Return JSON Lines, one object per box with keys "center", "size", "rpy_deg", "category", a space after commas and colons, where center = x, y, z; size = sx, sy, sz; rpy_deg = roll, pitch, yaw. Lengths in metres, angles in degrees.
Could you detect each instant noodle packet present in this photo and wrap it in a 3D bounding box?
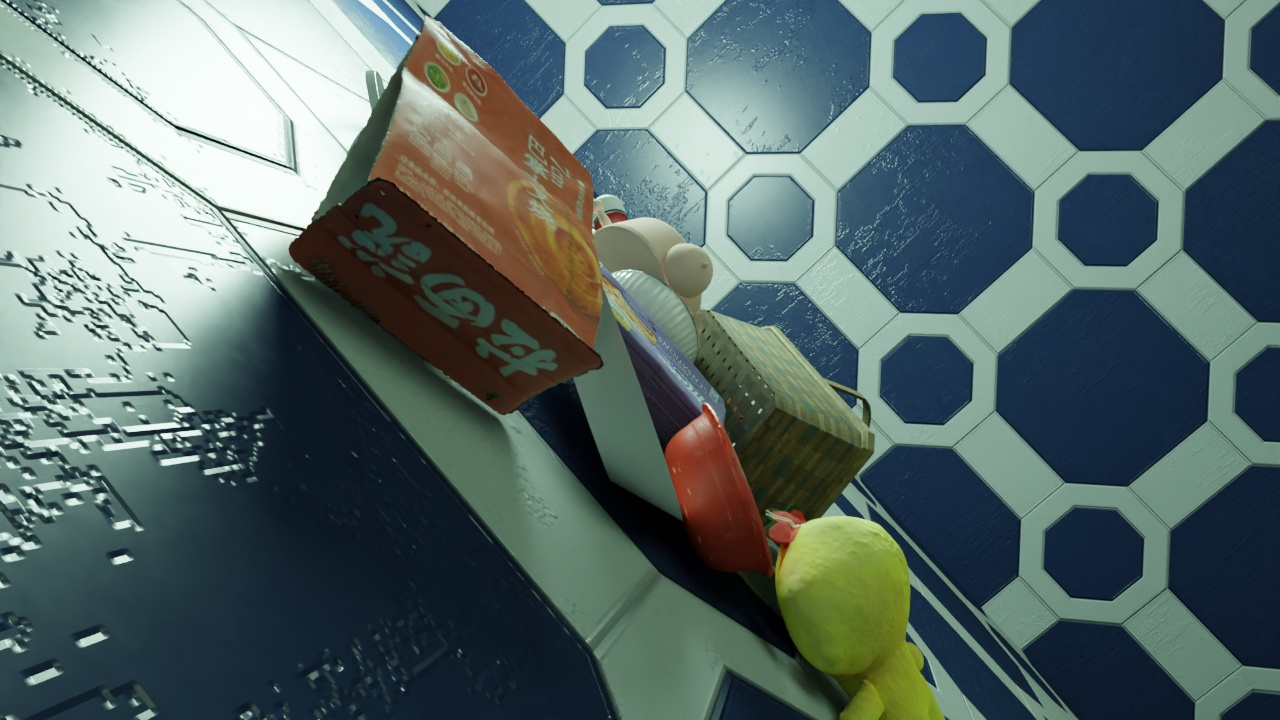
{"center": [-0.091, -0.104, 0.557], "size": [0.164, 0.084, 0.220], "rpy_deg": [40, 38, -32], "category": "instant noodle packet"}

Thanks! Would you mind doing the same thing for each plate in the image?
{"center": [-0.018, 0.031, 0.618], "size": [0.174, 0.036, 0.174], "rpy_deg": [159, -88, -87], "category": "plate"}

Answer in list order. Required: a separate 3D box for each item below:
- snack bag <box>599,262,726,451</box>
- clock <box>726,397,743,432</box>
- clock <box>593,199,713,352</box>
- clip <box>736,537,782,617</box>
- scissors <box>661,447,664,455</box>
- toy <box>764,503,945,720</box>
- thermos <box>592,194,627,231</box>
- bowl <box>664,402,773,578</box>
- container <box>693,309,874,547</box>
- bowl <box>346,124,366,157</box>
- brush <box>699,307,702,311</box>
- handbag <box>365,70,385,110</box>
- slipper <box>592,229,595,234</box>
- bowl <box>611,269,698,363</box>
{"center": [-0.004, 0.004, 0.753], "size": [0.205, 0.058, 0.096], "rpy_deg": [48, 14, -7], "category": "snack bag"}
{"center": [0.085, 0.054, 1.128], "size": [0.087, 0.044, 0.124], "rpy_deg": [48, 9, 9], "category": "clock"}
{"center": [-0.008, -0.070, 0.901], "size": [0.160, 0.131, 0.086], "rpy_deg": [28, 35, 30], "category": "clock"}
{"center": [0.123, 0.183, 0.769], "size": [0.163, 0.028, 0.106], "rpy_deg": [43, 11, -28], "category": "clip"}
{"center": [0.010, 0.067, 0.787], "size": [0.131, 0.019, 0.149], "rpy_deg": [50, 8, 28], "category": "scissors"}
{"center": [0.161, 0.196, 0.663], "size": [0.133, 0.092, 0.207], "rpy_deg": [-19, 87, -62], "category": "toy"}
{"center": [-0.011, -0.100, 1.078], "size": [0.073, 0.073, 0.239], "rpy_deg": [35, 30, -54], "category": "thermos"}
{"center": [0.049, 0.098, 0.648], "size": [0.130, 0.045, 0.130], "rpy_deg": [159, -88, -87], "category": "bowl"}
{"center": [0.131, 0.073, 0.909], "size": [0.186, 0.158, 0.249], "rpy_deg": [28, 16, -27], "category": "container"}
{"center": [-0.144, -0.104, 0.592], "size": [0.113, 0.063, 0.113], "rpy_deg": [27, 55, -46], "category": "bowl"}
{"center": [0.039, -0.050, 1.107], "size": [0.055, 0.075, 0.135], "rpy_deg": [33, 47, -55], "category": "brush"}
{"center": [-0.169, -0.170, 0.848], "size": [0.215, 0.096, 0.222], "rpy_deg": [28, 25, -25], "category": "handbag"}
{"center": [-0.039, -0.107, 1.157], "size": [0.190, 0.082, 0.091], "rpy_deg": [51, 12, 12], "category": "slipper"}
{"center": [-0.012, -0.018, 0.844], "size": [0.118, 0.118, 0.062], "rpy_deg": [47, 49, 1], "category": "bowl"}
